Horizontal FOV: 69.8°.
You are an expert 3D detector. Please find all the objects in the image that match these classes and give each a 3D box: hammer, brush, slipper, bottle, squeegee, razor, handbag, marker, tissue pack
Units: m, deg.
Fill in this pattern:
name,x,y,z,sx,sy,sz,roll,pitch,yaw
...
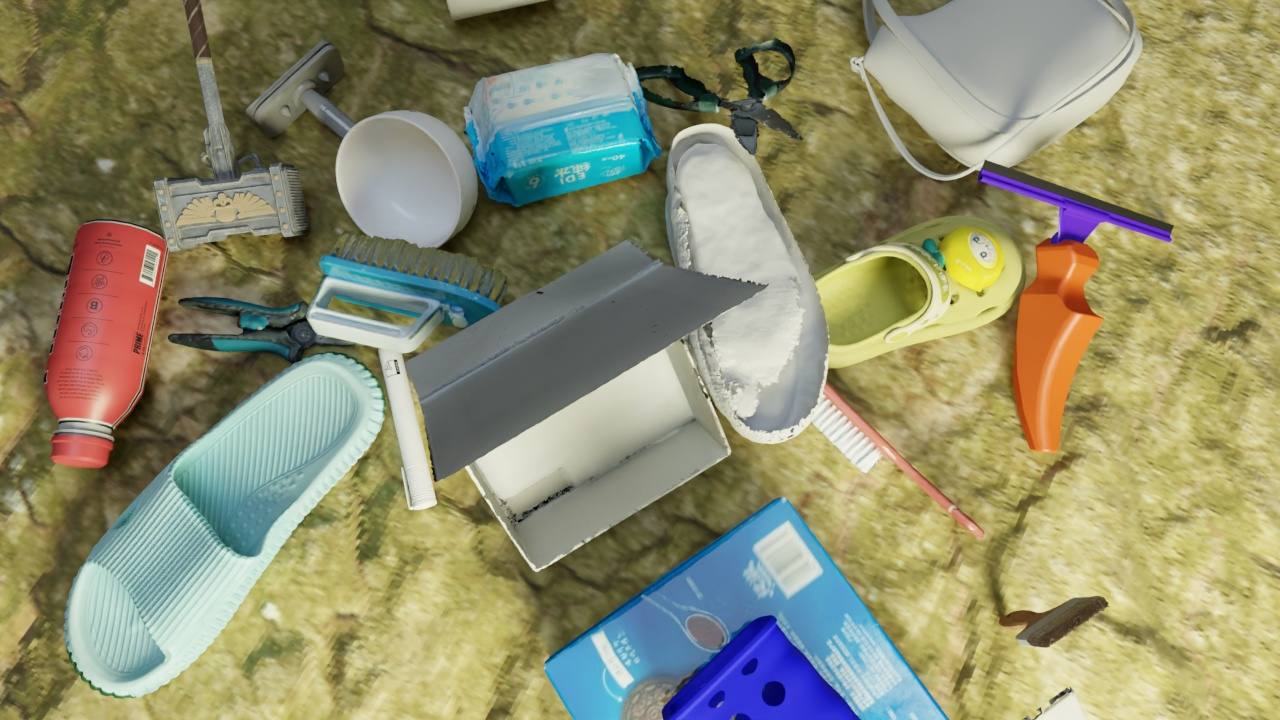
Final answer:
name,x,y,z,sx,sy,sz,roll,pitch,yaw
hammer,-0.327,-0.248,0.676,0.098,0.044,0.322,-8,101,-3
brush,0.245,0.161,0.569,0.045,0.143,0.008,-33,74,-2
slipper,0.067,-0.054,0.672,0.112,0.075,0.246,-16,67,5
slipper,-0.289,0.100,0.629,0.116,0.069,0.275,37,75,14
bottle,-0.390,-0.011,0.666,0.062,0.062,0.176,1,72,0
squeegee,0.300,-0.026,0.663,0.249,0.055,0.185,6,90,-35
razor,-0.240,-0.189,0.737,0.116,0.047,0.088,40,76,4
handbag,0.260,-0.265,0.735,0.215,0.096,0.222,-34,70,-12
marker,-0.173,0.045,0.672,0.020,0.017,0.133,-17,73,-1
slipper,0.194,-0.059,0.674,0.190,0.082,0.091,-21,71,-4
brush,0.170,0.070,0.654,0.172,0.041,0.030,45,97,14
brush,-0.168,-0.043,0.677,0.136,0.055,0.075,12,65,4
tissue pack,-0.064,-0.181,0.721,0.144,0.062,0.092,-15,72,-7

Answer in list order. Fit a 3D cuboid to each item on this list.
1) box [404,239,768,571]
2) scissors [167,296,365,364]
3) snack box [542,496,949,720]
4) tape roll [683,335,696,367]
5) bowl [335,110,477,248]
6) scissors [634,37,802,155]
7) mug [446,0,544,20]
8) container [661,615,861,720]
name,x,y,z,sx,sy,sz,roll,pitch,yaw
box,-0.047,-0.030,0.441,0.166,0.507,0.148,-31,71,-9
scissors,-0.283,-0.030,0.695,0.128,0.019,0.139,-39,78,-12
snack box,0.082,0.240,0.590,0.195,0.056,0.239,-33,76,-10
tape roll,-0.004,0.004,0.687,0.093,0.013,0.093,0,73,0
bowl,-0.171,-0.137,0.695,0.105,0.054,0.105,7,115,15
scissors,0.053,-0.201,0.705,0.155,0.015,0.208,-3,38,7
mug,-0.126,-0.345,0.766,0.090,0.091,0.121,-14,38,-5
container,0.081,0.217,0.522,0.084,0.085,0.113,-41,78,-11
